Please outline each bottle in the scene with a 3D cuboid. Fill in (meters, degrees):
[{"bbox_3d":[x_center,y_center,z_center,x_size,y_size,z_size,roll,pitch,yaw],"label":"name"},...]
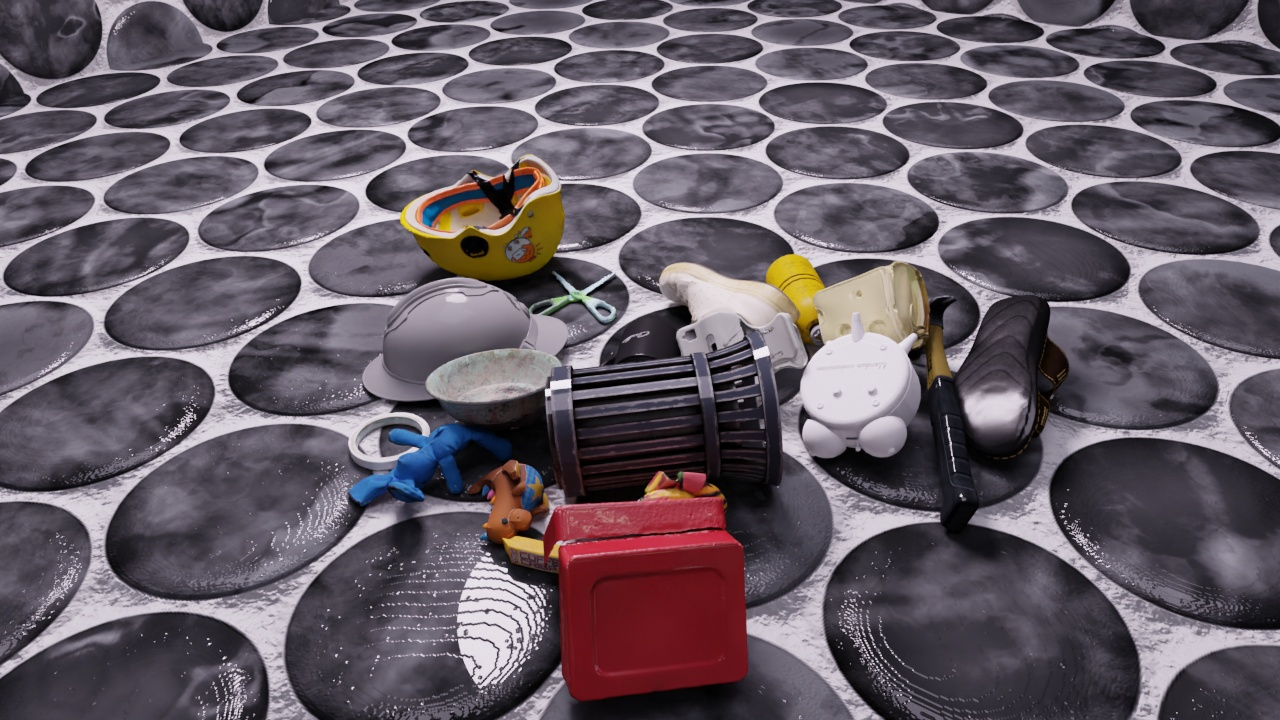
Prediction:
[{"bbox_3d":[0.221,-0.075,1.233,0.071,0.071,0.163,-5,33,-4],"label":"bottle"},{"bbox_3d":[-0.154,0.064,1.082,0.110,0.036,0.036,-9,35,-10],"label":"bottle"}]

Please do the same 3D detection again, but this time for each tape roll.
[{"bbox_3d":[-0.291,0.093,1.067,0.093,0.013,0.092,-2,34,1],"label":"tape roll"}]

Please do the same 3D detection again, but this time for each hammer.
[{"bbox_3d":[0.341,0.047,1.032,0.025,0.118,0.332,14,41,-2],"label":"hammer"}]

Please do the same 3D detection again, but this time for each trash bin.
[{"bbox_3d":[0.021,0.063,0.970,0.227,0.164,0.164,-7,34,-1],"label":"trash bin"}]

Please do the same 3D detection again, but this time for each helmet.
[{"bbox_3d":[-0.222,-0.192,1.377,0.240,0.140,0.208,-17,35,1],"label":"helmet"},{"bbox_3d":[-0.233,-0.051,1.172,0.271,0.118,0.183,-16,33,-11],"label":"helmet"}]

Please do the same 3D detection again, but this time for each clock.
[{"bbox_3d":[0.242,0.031,1.025,0.126,0.073,0.160,-5,55,32],"label":"clock"}]

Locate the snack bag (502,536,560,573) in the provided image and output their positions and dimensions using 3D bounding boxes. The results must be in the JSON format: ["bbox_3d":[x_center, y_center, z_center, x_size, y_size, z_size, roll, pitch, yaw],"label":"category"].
[{"bbox_3d":[-0.090,0.193,0.899,0.099,0.026,0.020,10,36,15],"label":"snack bag"}]

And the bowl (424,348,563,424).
[{"bbox_3d":[-0.166,0.033,1.055,0.157,0.039,0.157,-4,22,2],"label":"bowl"}]

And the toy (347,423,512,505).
[{"bbox_3d":[-0.222,0.111,0.992,0.176,0.071,0.113,-24,29,-29],"label":"toy"}]

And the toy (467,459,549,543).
[{"bbox_3d":[-0.149,0.151,0.958,0.103,0.070,0.090,-10,41,29],"label":"toy"}]

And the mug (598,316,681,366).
[{"bbox_3d":[-0.007,0.007,1.134,0.114,0.078,0.087,-19,29,22],"label":"mug"}]

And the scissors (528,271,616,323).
[{"bbox_3d":[-0.089,-0.092,1.332,0.174,0.022,0.171,22,43,39],"label":"scissors"}]

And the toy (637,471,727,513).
[{"bbox_3d":[0.037,0.142,0.912,0.103,0.084,0.046,8,36,-24],"label":"toy"}]

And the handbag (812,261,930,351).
[{"bbox_3d":[0.287,-0.053,1.124,0.081,0.111,0.120,10,-23,-41],"label":"handbag"}]

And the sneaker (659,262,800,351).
[{"bbox_3d":[0.099,-0.059,1.220,0.242,0.089,0.102,20,72,50],"label":"sneaker"}]

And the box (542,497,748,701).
[{"bbox_3d":[0.002,0.206,0.794,0.157,0.154,0.168,-2,62,-11],"label":"box"}]

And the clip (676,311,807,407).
[{"bbox_3d":[0.123,-0.003,1.092,0.143,0.072,0.124,-21,75,11],"label":"clip"}]

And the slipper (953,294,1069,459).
[{"bbox_3d":[0.436,0.023,1.080,0.113,0.076,0.267,-9,37,36],"label":"slipper"}]
